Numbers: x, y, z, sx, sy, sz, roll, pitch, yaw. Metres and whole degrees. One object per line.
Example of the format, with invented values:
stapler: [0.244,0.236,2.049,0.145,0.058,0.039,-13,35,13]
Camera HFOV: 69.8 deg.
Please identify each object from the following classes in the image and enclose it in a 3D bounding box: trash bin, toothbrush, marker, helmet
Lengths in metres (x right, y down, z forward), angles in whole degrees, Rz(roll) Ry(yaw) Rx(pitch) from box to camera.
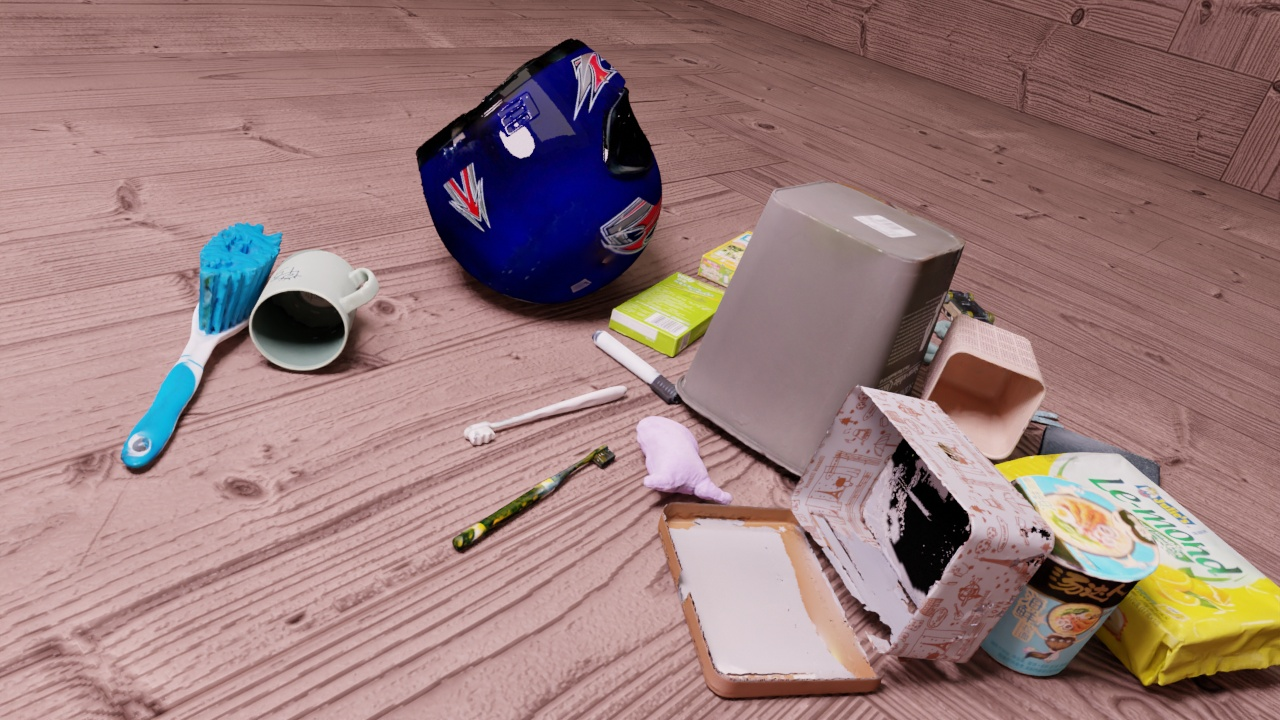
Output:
trash bin: [0.179,-0.036,0.871,0.199,0.220,0.198,33,31,26]
toothbrush: [-0.080,0.109,0.742,0.017,0.012,0.185,38,37,19]
marker: [-0.006,0.005,0.942,0.022,0.018,0.131,-24,46,-35]
toothbrush: [-0.080,0.048,0.842,0.179,0.016,0.016,-15,48,-39]
helmet: [-0.091,-0.198,1.029,0.240,0.248,0.314,53,35,-16]

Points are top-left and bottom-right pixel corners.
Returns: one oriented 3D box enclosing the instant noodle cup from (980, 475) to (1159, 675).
instant noodle cup: [0.303,0.167,0.683,0.111,0.121,0.111,8,30,-5]

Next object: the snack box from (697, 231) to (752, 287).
snack box: [0.147,-0.129,1.218,0.087,0.034,0.140,26,31,22]

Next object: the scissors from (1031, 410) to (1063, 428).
scissors: [0.410,0.060,1.016,0.137,0.017,0.071,17,39,-3]

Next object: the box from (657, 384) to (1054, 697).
box: [0.146,0.117,0.667,0.217,0.158,0.180,4,31,-16]

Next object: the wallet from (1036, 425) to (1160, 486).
wallet: [0.472,0.113,0.947,0.121,0.019,0.097,22,32,19]

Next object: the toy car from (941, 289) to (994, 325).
toy car: [0.429,-0.063,1.212,0.042,0.035,0.090,0,32,-18]

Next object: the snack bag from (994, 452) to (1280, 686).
snack bag: [0.409,0.168,0.774,0.158,0.068,0.246,-1,32,-21]

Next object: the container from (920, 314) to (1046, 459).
container: [0.319,0.019,0.869,0.090,0.090,0.110,22,29,7]

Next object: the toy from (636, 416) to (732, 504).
toy: [0.031,0.084,0.801,0.083,0.039,0.108,18,22,-21]

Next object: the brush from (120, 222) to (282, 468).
brush: [-0.376,-0.029,0.798,0.060,0.110,0.314,15,21,-14]

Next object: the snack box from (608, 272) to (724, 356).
snack box: [0.040,-0.057,1.058,0.086,0.026,0.156,25,32,20]

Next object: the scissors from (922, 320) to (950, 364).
scissors: [0.368,-0.003,1.105,0.161,0.019,0.178,8,32,-10]

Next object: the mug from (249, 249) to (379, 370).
mug: [-0.294,-0.056,0.852,0.112,0.082,0.106,-22,28,5]
